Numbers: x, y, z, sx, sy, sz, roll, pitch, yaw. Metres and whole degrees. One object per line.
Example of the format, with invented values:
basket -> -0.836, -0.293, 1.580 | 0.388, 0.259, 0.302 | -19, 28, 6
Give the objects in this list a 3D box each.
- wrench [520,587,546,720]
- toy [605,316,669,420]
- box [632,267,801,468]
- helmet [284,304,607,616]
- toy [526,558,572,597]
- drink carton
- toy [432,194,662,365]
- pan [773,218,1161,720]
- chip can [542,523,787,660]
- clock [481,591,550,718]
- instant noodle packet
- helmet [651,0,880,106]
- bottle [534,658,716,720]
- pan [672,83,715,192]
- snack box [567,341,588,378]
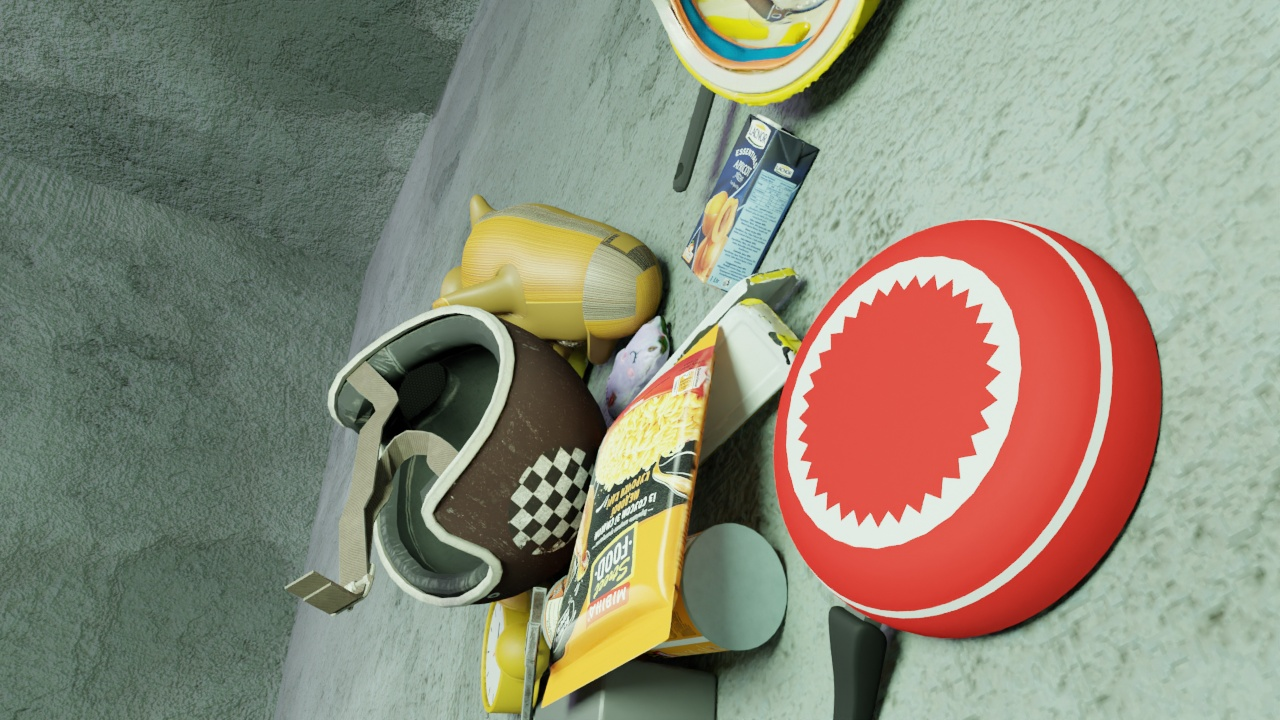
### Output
wrench -> -0.081, 0.244, 0.666 | 0.274, 0.010, 0.069 | 101, 175, -48
toy -> -0.005, 0.005, 0.831 | 0.100, 0.036, 0.080 | -59, 19, 31
box -> 0.054, 0.026, 0.674 | 0.080, 0.079, 0.210 | 60, 138, 20
helmet -> -0.142, 0.081, 0.730 | 0.233, 0.253, 0.233 | -48, 45, -9
toy -> -0.076, 0.187, 0.819 | 0.076, 0.062, 0.100 | 106, 146, -46
drink carton -> 0.084, -0.121, 0.716 | 0.130, 0.040, 0.064 | -64, 25, 18
toy -> -0.073, -0.070, 0.880 | 0.198, 0.204, 0.163 | -39, -47, -52
pan -> 0.120, 0.097, 0.457 | 0.209, 0.067, 0.356 | 21, 91, 62
chip can -> 0.007, 0.169, 0.636 | 0.216, 0.075, 0.075 | -35, 43, 55
clock -> -0.119, 0.267, 0.864 | 0.113, 0.052, 0.152 | -101, 26, -46
instant noodle packet -> -0.006, 0.098, 0.593 | 0.160, 0.032, 0.220 | -46, 24, 46
helmet -> 0.105, -0.321, 0.664 | 0.209, 0.139, 0.240 | 11, 124, 40
bottle -> -0.027, 0.247, 0.648 | 0.174, 0.083, 0.046 | -40, 39, 54
pan -> 0.097, -0.314, 0.817 | 0.204, 0.044, 0.355 | 8, 82, 67
snack box -> -0.079, -0.045, 1.026 | 0.121, 0.045, 0.180 | -12, 60, 67
